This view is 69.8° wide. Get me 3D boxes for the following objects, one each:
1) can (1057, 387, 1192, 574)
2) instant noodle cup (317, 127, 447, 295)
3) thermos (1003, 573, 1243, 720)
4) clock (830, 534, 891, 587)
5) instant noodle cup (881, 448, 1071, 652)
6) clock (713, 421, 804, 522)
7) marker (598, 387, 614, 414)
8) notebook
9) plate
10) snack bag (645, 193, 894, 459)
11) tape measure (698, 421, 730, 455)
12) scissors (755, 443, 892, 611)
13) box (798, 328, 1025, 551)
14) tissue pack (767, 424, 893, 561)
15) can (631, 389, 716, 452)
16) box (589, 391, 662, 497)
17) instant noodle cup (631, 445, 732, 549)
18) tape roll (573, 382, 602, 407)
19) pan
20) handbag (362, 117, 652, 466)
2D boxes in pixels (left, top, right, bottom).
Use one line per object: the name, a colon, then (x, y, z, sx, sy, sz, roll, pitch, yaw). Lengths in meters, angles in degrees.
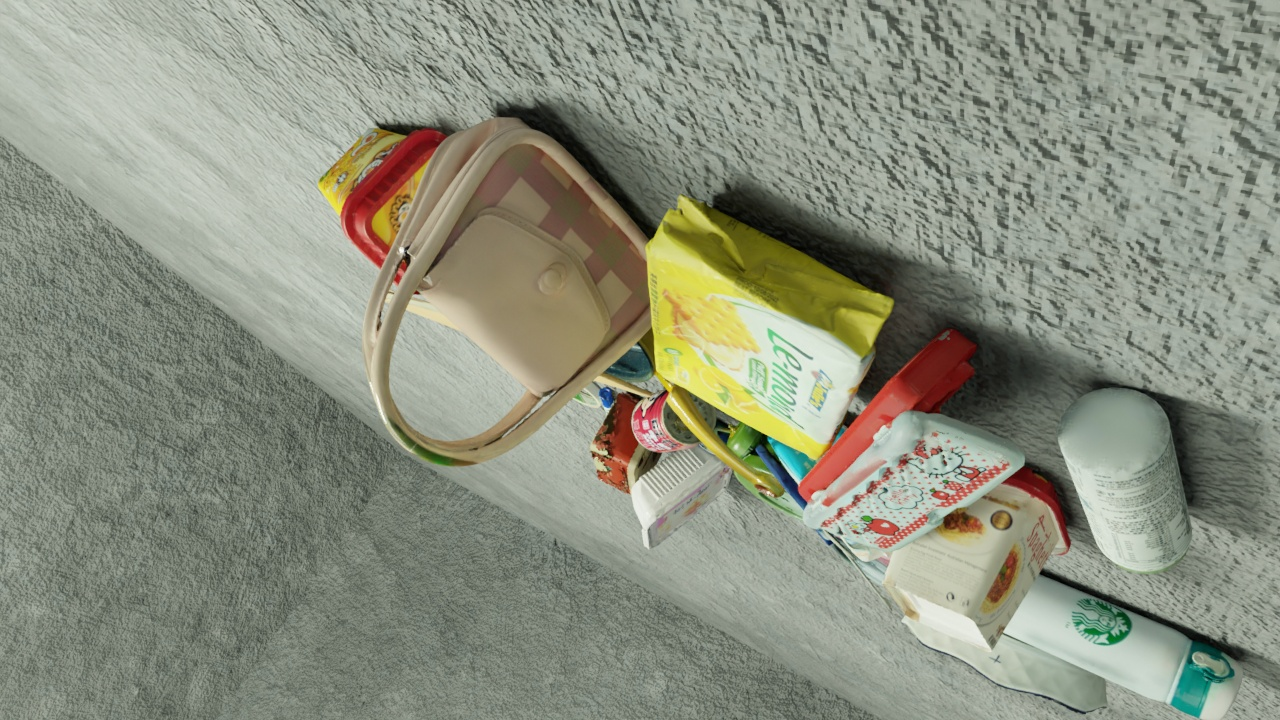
can: (0.302, 0.078, 0.567, 0.058, 0.058, 0.147, 16, 157, 43)
instant noodle cup: (-0.206, -0.137, 0.787, 0.124, 0.116, 0.116, 32, 167, 42)
thermos: (0.411, 0.247, 0.829, 0.224, 0.073, 0.073, 20, 159, 33)
clock: (0.264, 0.194, 0.929, 0.117, 0.059, 0.159, 38, 169, -6)
instant noodle cup: (0.259, 0.149, 0.724, 0.117, 0.124, 0.116, 16, 157, 42)
clock: (0.143, 0.109, 0.930, 0.161, 0.056, 0.116, 24, 161, 24)
marker: (-0.037, 0.069, 1.197, 0.017, 0.016, 0.146, 27, 162, 16)
notebook: (-0.109, -0.015, 0.804, 0.211, 0.012, 0.150, 24, 174, -41)
plate: (0.376, 0.292, 0.945, 0.205, 0.045, 0.205, 18, 180, 0)
snack bag: (0.087, -0.019, 0.656, 0.158, 0.068, 0.247, 29, 162, 14)
tape measure: (0.082, 0.084, 1.020, 0.054, 0.025, 0.058, 29, 159, 15)
scissors: (0.155, 0.141, 0.780, 0.174, 0.012, 0.162, 51, 179, 17)
box: (0.183, 0.076, 0.629, 0.098, 0.095, 0.202, 46, 155, 14)
tissue pack: (0.174, 0.102, 0.794, 0.140, 0.063, 0.090, 53, -179, 42)
can: (0.035, 0.062, 0.970, 0.066, 0.066, 0.094, 36, 163, -11)
box: (-0.021, 0.108, 1.151, 0.077, 0.091, 0.168, 25, 162, 11)
instant noodle cup: (0.044, 0.163, 1.149, 0.060, 0.138, 0.174, 50, 168, 19)
tape roll: (-0.085, 0.032, 1.185, 0.086, 0.013, 0.086, 29, 162, 10)
pan: (-0.005, 0.005, 0.864, 0.357, 0.078, 0.198, 31, 163, 4)
handbag: (-0.102, -0.034, 0.660, 0.093, 0.233, 0.193, 12, 154, 50)
